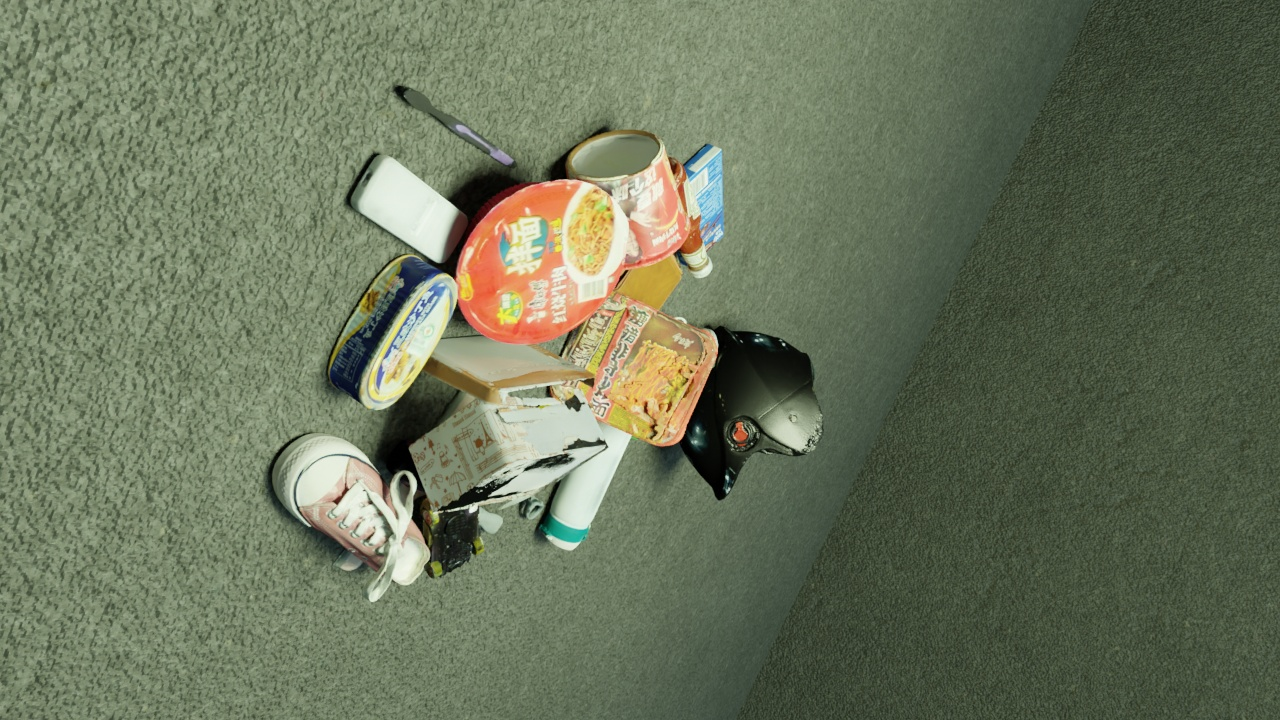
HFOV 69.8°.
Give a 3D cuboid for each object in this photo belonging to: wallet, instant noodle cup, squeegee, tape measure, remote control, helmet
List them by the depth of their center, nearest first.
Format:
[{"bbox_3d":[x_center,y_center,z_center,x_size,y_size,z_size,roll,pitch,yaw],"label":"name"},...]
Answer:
[{"bbox_3d":[-0.209,-0.136,0.842,0.056,0.020,0.136,-61,153,-4],"label":"remote control"},{"bbox_3d":[-0.109,-0.111,0.946,0.193,0.066,0.194,-20,135,-21],"label":"instant noodle cup"},{"bbox_3d":[-0.242,0.115,0.979,0.057,0.058,0.039,36,88,-20],"label":"tape measure"},{"bbox_3d":[-0.019,-0.182,1.018,0.137,0.138,0.109,-45,141,-31],"label":"instant noodle cup"},{"bbox_3d":[-0.214,0.176,1.111,0.247,0.040,0.249,-56,154,-11],"label":"squeegee"},{"bbox_3d":[-0.007,0.007,1.198,0.079,0.189,0.164,-79,-166,-81],"label":"instant noodle cup"},{"bbox_3d":[0.014,-0.116,1.238,0.119,0.035,0.130,-58,155,-8],"label":"wallet"},{"bbox_3d":[0.161,0.080,1.477,0.274,0.230,0.233,-53,177,-4],"label":"helmet"}]

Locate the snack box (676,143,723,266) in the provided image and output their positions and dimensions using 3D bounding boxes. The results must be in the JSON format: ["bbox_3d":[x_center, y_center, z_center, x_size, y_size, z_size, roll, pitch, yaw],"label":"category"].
[{"bbox_3d":[0.081,-0.213,1.275,0.084,0.026,0.157,-46,149,-28],"label":"snack box"}]

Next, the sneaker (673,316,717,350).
[{"bbox_3d":[0.039,-0.010,1.345,0.091,0.090,0.241,65,31,-14],"label":"sneaker"}]

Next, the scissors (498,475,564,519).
[{"bbox_3d":[-0.141,0.175,1.223,0.159,0.014,0.176,-45,163,-39],"label":"scissors"}]

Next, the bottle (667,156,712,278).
[{"bbox_3d":[0.054,-0.180,1.205,0.059,0.060,0.206,-54,147,-16],"label":"bottle"}]

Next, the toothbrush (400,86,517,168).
[{"bbox_3d":[-0.165,-0.215,0.859,0.014,0.017,0.189,-53,157,7],"label":"toothbrush"}]

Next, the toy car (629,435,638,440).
[{"bbox_3d":[-0.024,0.095,1.373,0.043,0.036,0.091,-60,150,-1],"label":"toy car"}]

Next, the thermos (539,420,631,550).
[{"bbox_3d":[-0.073,0.165,1.314,0.073,0.073,0.224,5,111,-62],"label":"thermos"}]

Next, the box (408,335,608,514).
[{"bbox_3d":[-0.152,0.042,0.974,0.154,0.181,0.182,-35,163,27],"label":"box"}]

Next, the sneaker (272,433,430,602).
[{"bbox_3d":[-0.271,0.162,0.923,0.118,0.088,0.241,-51,142,-23],"label":"sneaker"}]

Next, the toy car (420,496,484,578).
[{"bbox_3d":[-0.214,0.185,1.036,0.070,0.042,0.158,-24,139,-37],"label":"toy car"}]

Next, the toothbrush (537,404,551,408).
[{"bbox_3d":[-0.081,0.041,1.242,0.189,0.016,0.017,-29,145,-47],"label":"toothbrush"}]

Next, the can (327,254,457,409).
[{"bbox_3d":[-0.234,-0.026,0.871,0.148,0.049,0.074,-59,153,-4],"label":"can"}]
